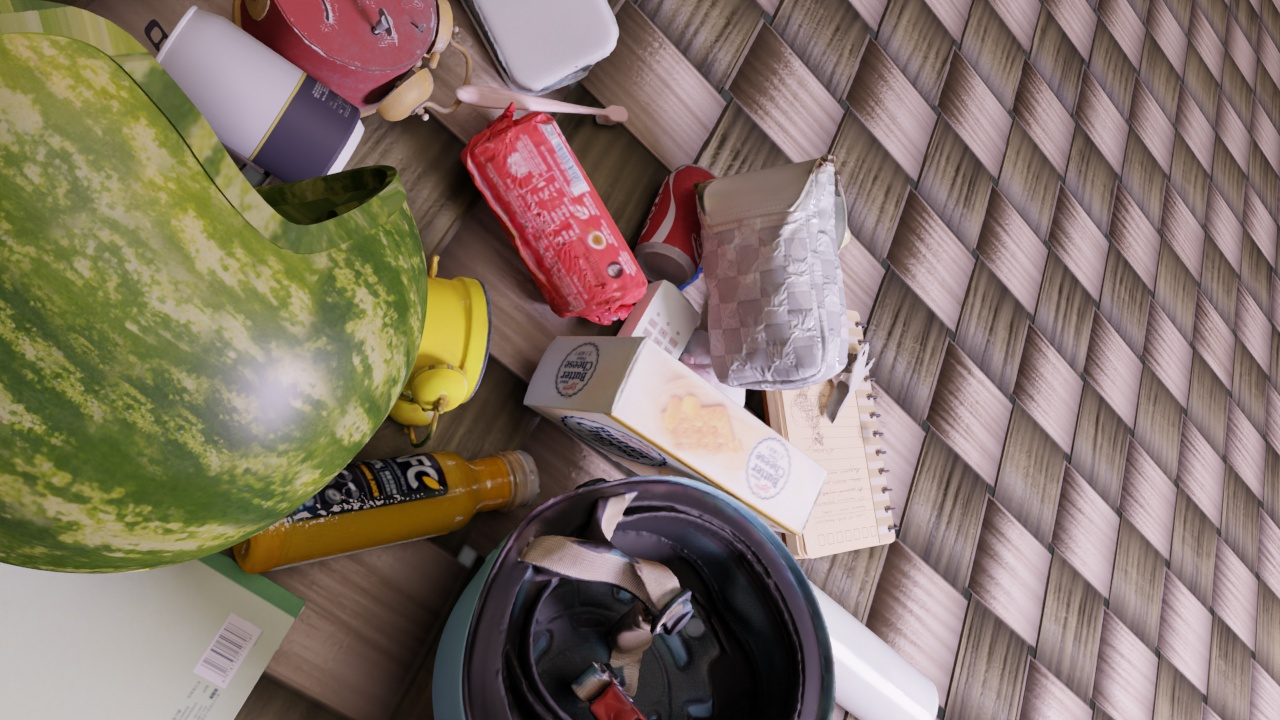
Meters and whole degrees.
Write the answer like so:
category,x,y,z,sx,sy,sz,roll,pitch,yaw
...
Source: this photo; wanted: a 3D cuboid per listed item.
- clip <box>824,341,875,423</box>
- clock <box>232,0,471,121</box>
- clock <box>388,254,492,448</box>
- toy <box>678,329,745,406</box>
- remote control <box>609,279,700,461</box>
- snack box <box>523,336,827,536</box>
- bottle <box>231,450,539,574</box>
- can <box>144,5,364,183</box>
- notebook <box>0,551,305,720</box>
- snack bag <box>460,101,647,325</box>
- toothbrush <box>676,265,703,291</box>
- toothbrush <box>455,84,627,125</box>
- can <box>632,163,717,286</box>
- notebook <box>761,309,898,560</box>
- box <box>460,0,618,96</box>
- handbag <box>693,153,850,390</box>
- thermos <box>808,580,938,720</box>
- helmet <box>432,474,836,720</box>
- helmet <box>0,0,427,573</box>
category,x,y,z,sx,sy,sz,roll,pitch,yaw
clip,0.184,0.007,0.820,0.101,0.038,0.054,-45,135,-44
clock,-0.180,-0.223,0.605,0.158,0.081,0.117,26,64,-30
clock,-0.132,-0.003,0.585,0.057,0.084,0.118,8,71,-30
toy,0.063,0.008,0.759,0.125,0.037,0.076,-33,99,-48
remote control,-0.004,0.004,0.711,0.049,0.024,0.143,42,68,-33
snack box,0.029,0.056,0.657,0.208,0.104,0.057,35,70,-34
bottle,-0.150,0.086,0.565,0.185,0.053,0.053,-5,81,-38
can,-0.237,-0.158,0.556,0.127,0.064,0.064,32,60,-27
notebook,-0.319,0.137,0.451,0.252,0.010,0.181,40,57,-23
snack bag,-0.063,-0.100,0.667,0.082,0.083,0.176,-39,102,-37
toothbrush,0.049,-0.080,0.786,0.021,0.017,0.134,51,54,-18
toothbrush,-0.072,-0.193,0.699,0.180,0.018,0.015,-11,92,-51
can,0.033,-0.112,0.758,0.054,0.054,0.096,36,59,-25
notebook,0.169,0.057,0.822,0.167,0.024,0.225,4,75,-47
box,-0.091,-0.311,0.682,0.107,0.110,0.216,-37,101,-34
handbag,0.110,-0.061,0.718,0.123,0.113,0.171,4,82,-58
thermos,0.152,0.233,0.752,0.230,0.068,0.067,40,57,-23
helmet,-0.009,0.190,0.570,0.264,0.167,0.225,-14,70,-39
helmet,-0.232,-0.021,0.424,0.247,0.213,0.243,32,84,-36
